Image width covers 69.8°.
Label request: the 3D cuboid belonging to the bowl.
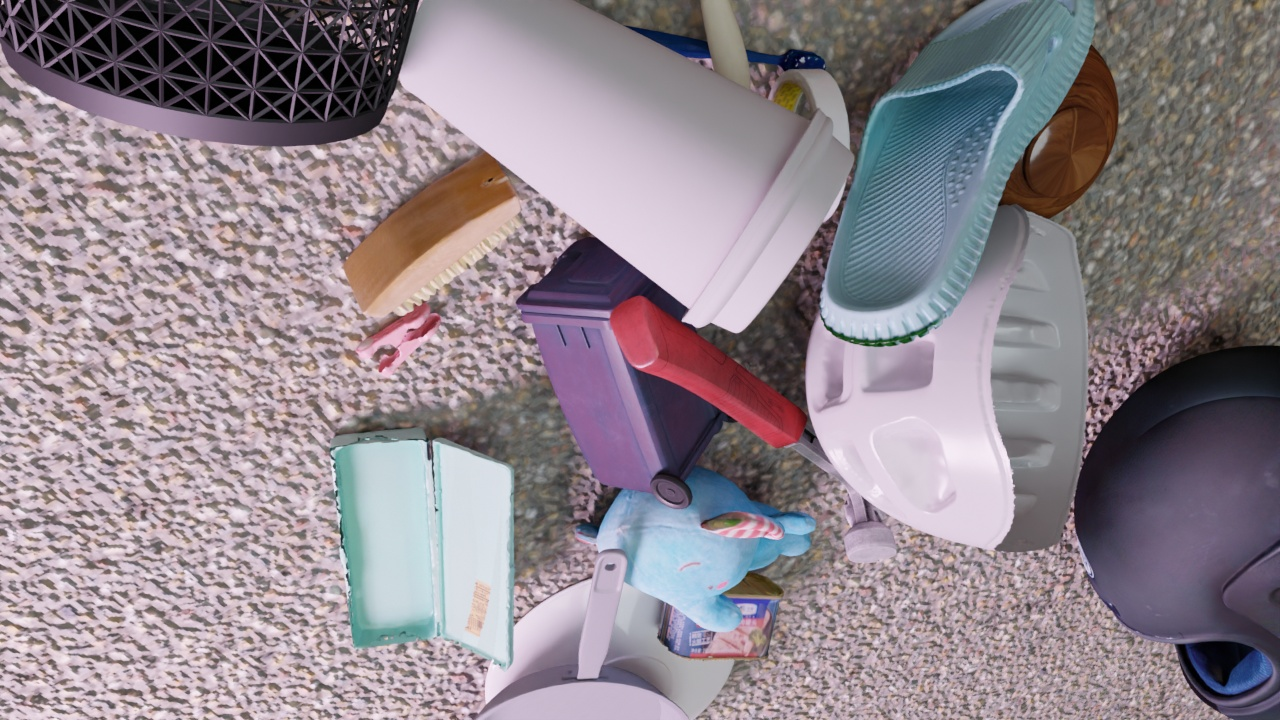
[{"bbox_3d":[0.271,-0.149,0.626,0.147,0.068,0.147,-8,120,-13],"label":"bowl"}]

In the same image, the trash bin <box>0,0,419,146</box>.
[{"bbox_3d":[-0.166,-0.234,0.369,0.216,0.216,0.244,7,122,-21],"label":"trash bin"}]

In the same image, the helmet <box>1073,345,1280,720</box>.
[{"bbox_3d":[0.486,0.138,0.759,0.236,0.248,0.317,18,117,5],"label":"helmet"}]

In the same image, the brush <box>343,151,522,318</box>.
[{"bbox_3d":[-0.124,-0.073,0.558,0.117,0.049,0.039,-36,145,3],"label":"brush"}]

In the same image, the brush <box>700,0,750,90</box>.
[{"bbox_3d":[0.054,-0.182,0.531,0.061,0.077,0.272,-39,130,-42],"label":"brush"}]

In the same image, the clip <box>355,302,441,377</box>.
[{"bbox_3d":[-0.154,-0.010,0.599,0.060,0.023,0.044,-19,127,-5],"label":"clip"}]

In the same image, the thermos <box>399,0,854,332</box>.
[{"bbox_3d":[-0.011,-0.120,0.490,0.222,0.131,0.132,32,107,-1],"label":"thermos"}]

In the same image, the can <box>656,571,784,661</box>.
[{"bbox_3d":[0.065,0.211,0.762,0.099,0.054,0.059,9,97,-24],"label":"can"}]

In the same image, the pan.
[{"bbox_3d":[-0.044,0.258,0.719,0.200,0.050,0.357,2,124,-11],"label":"pan"}]

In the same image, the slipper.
[{"bbox_3d":[0.174,-0.132,0.532,0.069,0.116,0.275,42,67,-35],"label":"slipper"}]

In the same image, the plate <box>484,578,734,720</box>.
[{"bbox_3d":[-0.019,0.281,0.800,0.229,0.030,0.230,-8,120,-13],"label":"plate"}]

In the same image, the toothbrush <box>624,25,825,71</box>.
[{"bbox_3d":[0.027,-0.190,0.556,0.189,0.017,0.016,2,113,-18],"label":"toothbrush"}]

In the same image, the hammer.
[{"bbox_3d":[0.085,0.035,0.608,0.036,0.126,0.315,-23,144,29],"label":"hammer"}]

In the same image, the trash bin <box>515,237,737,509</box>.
[{"bbox_3d":[-0.004,0.004,0.600,0.093,0.092,0.161,-52,136,-40],"label":"trash bin"}]

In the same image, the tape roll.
[{"bbox_3d":[0.100,-0.131,0.567,0.019,0.094,0.094,-5,120,-13],"label":"tape roll"}]

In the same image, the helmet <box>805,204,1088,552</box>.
[{"bbox_3d":[0.236,0.011,0.627,0.281,0.184,0.224,1,95,-36],"label":"helmet"}]

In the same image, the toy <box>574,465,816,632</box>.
[{"bbox_3d":[0.051,0.141,0.682,0.180,0.114,0.184,22,152,-39],"label":"toy"}]

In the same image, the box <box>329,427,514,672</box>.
[{"bbox_3d":[-0.152,0.138,0.665,0.138,0.057,0.187,5,119,0],"label":"box"}]
